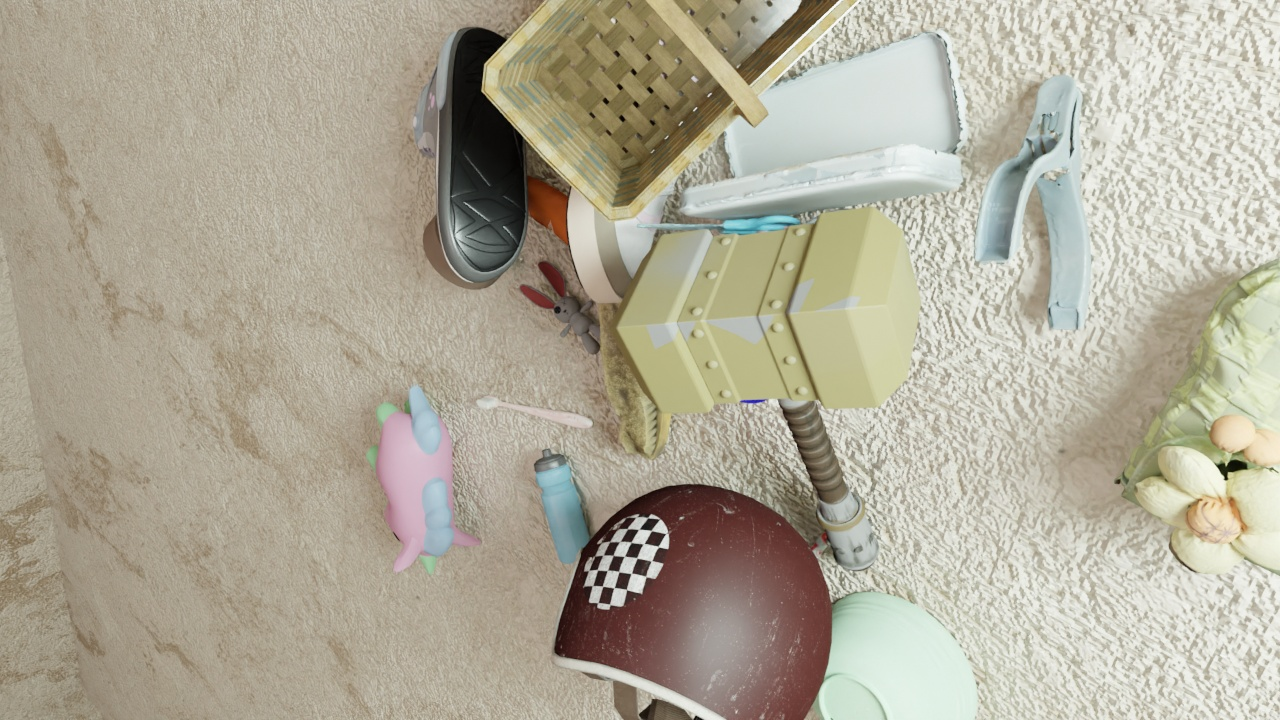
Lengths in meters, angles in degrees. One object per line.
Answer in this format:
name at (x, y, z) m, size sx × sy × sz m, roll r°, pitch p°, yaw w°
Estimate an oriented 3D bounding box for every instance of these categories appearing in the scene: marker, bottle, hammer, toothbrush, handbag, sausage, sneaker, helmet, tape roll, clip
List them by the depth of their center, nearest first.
handbag at (0.357, 0.041, 0.533) m, size 0.113 × 0.116 × 0.187 m, roll 29°, pitch 124°, yaw 32°
clip at (0.242, -0.092, 0.568) m, size 0.031 × 0.164 × 0.169 m, roll 1°, pitch 102°, yaw 41°
hammer at (0.129, 0.055, 0.696) m, size 0.191 × 0.100 × 0.325 m, roll -3°, pitch 133°, yaw 29°
helmet at (0.043, 0.237, 0.775) m, size 0.233 × 0.252 × 0.234 m, roll 40°, pitch 148°, yaw -22°
sneaker at (0.015, -0.186, 0.782) m, size 0.116 × 0.111 × 0.294 m, roll 12°, pitch 108°, yaw 20°
marker at (0.142, 0.209, 0.859) m, size 0.013 × 0.012 × 0.142 m, roll 43°, pitch 129°, yaw 23°
sausage at (-0.079, -0.141, 0.914) m, size 0.164 × 0.039 × 0.044 m, roll 38°, pitch 112°, yaw 28°
sneaker at (-0.185, -0.193, 0.928) m, size 0.161 × 0.093 × 0.256 m, roll -13°, pitch 74°, yaw 54°
tape roll at (-0.182, -0.123, 0.978) m, size 0.030 × 0.093 × 0.093 m, roll -37°, pitch 79°, yaw 43°
bottle at (-0.089, 0.161, 1.031) m, size 0.040 × 0.040 × 0.130 m, roll -10°, pitch 98°, yaw 44°
toothbrush at (-0.123, 0.059, 1.042) m, size 0.181 × 0.018 × 0.016 m, roll 8°, pitch 111°, yaw 39°

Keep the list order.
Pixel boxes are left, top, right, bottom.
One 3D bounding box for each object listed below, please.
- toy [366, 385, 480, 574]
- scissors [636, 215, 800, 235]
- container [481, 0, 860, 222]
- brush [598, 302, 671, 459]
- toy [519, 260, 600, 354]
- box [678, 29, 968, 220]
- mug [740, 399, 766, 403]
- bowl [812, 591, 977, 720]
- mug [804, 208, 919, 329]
toy at (-0.277, 0.149, 1.157) m, size 0.171 × 0.119 × 0.223 m, roll 46°, pitch 132°, yaw 33°
scissors at (0.064, -0.107, 0.744) m, size 0.055 × 0.136 × 0.015 m, roll 140°, pitch 125°, yaw -83°
container at (0.023, -0.225, 0.626) m, size 0.250 × 0.186 × 0.157 m, roll -42°, pitch 103°, yaw 13°
brush at (-0.005, 0.005, 0.898) m, size 0.059 × 0.043 × 0.195 m, roll 5°, pitch 106°, yaw 42°
toy at (-0.076, -0.053, 0.951) m, size 0.111 × 0.030 × 0.049 m, roll 45°, pitch 101°, yaw 18°
box at (0.123, -0.157, 0.683) m, size 0.211 × 0.105 × 0.130 m, roll -9°, pitch 95°, yaw 43°
mug at (0.075, -0.005, 0.807) m, size 0.111 × 0.079 × 0.084 m, roll 44°, pitch 136°, yaw -16°
bowl at (0.201, 0.283, 0.788) m, size 0.151 × 0.076 × 0.151 m, roll 16°, pitch 114°, yaw 39°
mug at (0.145, -0.053, 0.719) m, size 0.111 × 0.081 × 0.117 m, roll -17°, pitch 93°, yaw 41°
